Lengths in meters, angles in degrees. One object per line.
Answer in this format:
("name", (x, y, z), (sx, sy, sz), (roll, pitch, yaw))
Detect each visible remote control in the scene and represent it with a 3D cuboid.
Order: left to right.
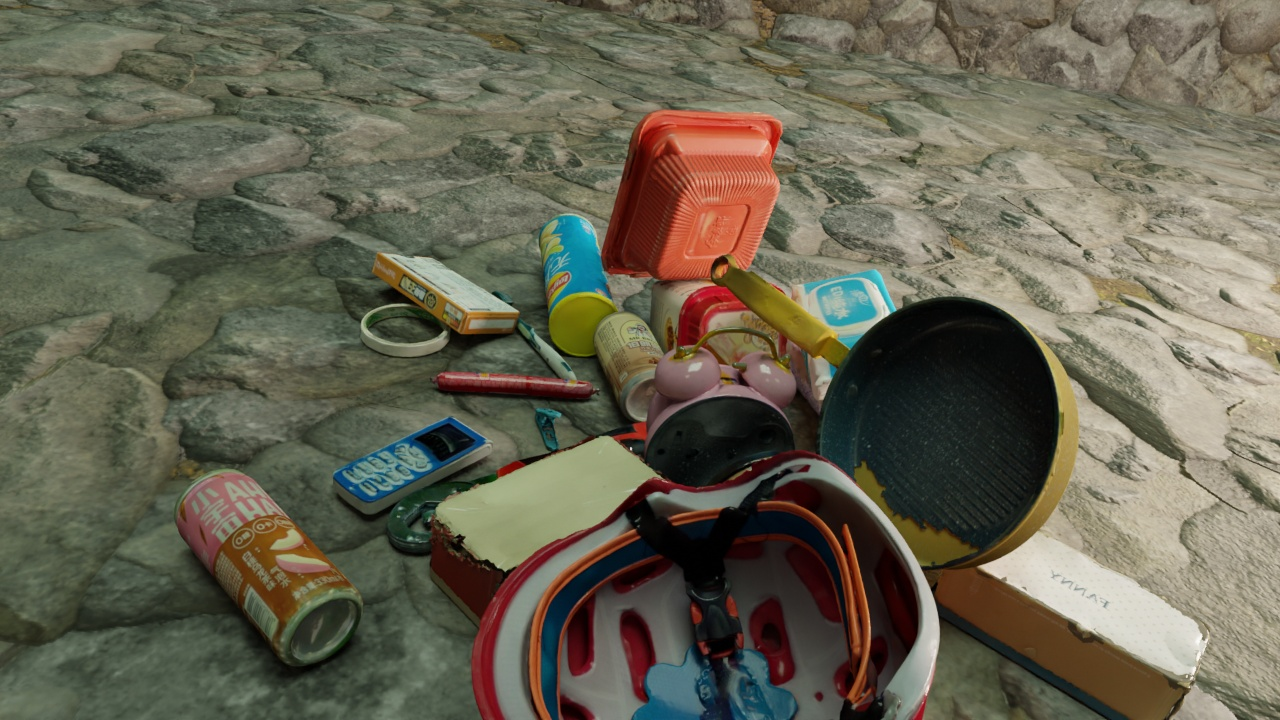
("remote control", (-0.177, 0.081, 0.720), (0.049, 0.024, 0.124), (29, 37, 30))

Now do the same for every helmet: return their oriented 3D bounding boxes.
("helmet", (0.041, 0.177, 0.509), (0.240, 0.144, 0.206), (-14, 40, -2))

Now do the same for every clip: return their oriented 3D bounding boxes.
("clip", (-0.081, 0.053, 0.797), (0.013, 0.033, 0.054), (-1, 18, -21))

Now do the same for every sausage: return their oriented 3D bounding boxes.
("sausage", (-0.114, 0.022, 0.843), (0.156, 0.020, 0.020), (4, 31, -9))

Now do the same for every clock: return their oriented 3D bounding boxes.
("clock", (0.061, 0.044, 0.718), (0.117, 0.159, 0.059), (4, 34, -11))

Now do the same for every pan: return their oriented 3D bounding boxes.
("pan", (0.167, 0.009, 0.712), (0.078, 0.198, 0.357), (19, 20, -36))

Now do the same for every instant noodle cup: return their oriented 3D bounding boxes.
("instant noodle cup", (0.056, -0.145, 0.892), (0.164, 0.189, 0.079), (-7, 46, -27))
("instant noodle cup", (0.069, -0.028, 0.900), (0.116, 0.117, 0.124), (-6, 21, -24))

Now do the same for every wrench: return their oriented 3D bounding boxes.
("wrench", (-0.079, 0.091, 0.739), (0.272, 0.016, 0.056), (-18, 40, -38))

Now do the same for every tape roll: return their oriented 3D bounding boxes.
("tape roll", (-0.231, -0.030, 0.904), (0.086, 0.014, 0.085), (7, 30, -4))

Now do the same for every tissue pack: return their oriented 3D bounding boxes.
("tissue pack", (0.189, -0.026, 0.829), (0.090, 0.063, 0.139), (-11, 36, 6))

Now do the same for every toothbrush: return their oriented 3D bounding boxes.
("toothbrush", (-0.107, -0.025, 0.929), (0.018, 0.016, 0.191), (0, 30, -36))

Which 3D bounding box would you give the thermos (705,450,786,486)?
("thermos", (0.101, 0.134, 0.654), (0.093, 0.093, 0.143), (-5, 42, -23))

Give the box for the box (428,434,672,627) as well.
("box", (-0.061, 0.111, 0.652), (0.167, 0.076, 0.091), (-20, 42, -41))

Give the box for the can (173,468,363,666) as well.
("can", (-0.240, 0.129, 0.588), (0.147, 0.058, 0.057), (32, 37, 33))

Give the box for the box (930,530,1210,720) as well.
("box", (0.297, 0.178, 0.657), (0.184, 0.060, 0.089), (29, 35, 33))

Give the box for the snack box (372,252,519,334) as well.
("snack box", (-0.202, -0.070, 0.948), (0.154, 0.026, 0.075), (31, 20, 32))

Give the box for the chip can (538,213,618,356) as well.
("chip can", (-0.070, -0.088, 0.988), (0.071, 0.071, 0.210), (3, 31, -11))

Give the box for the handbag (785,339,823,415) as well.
("handbag", (0.216, 0.011, 0.900), (0.134, 0.076, 0.193), (-6, 32, -16))

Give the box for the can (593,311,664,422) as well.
("can", (-0.005, 0.005, 0.862), (0.058, 0.059, 0.116), (-1, 32, -18))
